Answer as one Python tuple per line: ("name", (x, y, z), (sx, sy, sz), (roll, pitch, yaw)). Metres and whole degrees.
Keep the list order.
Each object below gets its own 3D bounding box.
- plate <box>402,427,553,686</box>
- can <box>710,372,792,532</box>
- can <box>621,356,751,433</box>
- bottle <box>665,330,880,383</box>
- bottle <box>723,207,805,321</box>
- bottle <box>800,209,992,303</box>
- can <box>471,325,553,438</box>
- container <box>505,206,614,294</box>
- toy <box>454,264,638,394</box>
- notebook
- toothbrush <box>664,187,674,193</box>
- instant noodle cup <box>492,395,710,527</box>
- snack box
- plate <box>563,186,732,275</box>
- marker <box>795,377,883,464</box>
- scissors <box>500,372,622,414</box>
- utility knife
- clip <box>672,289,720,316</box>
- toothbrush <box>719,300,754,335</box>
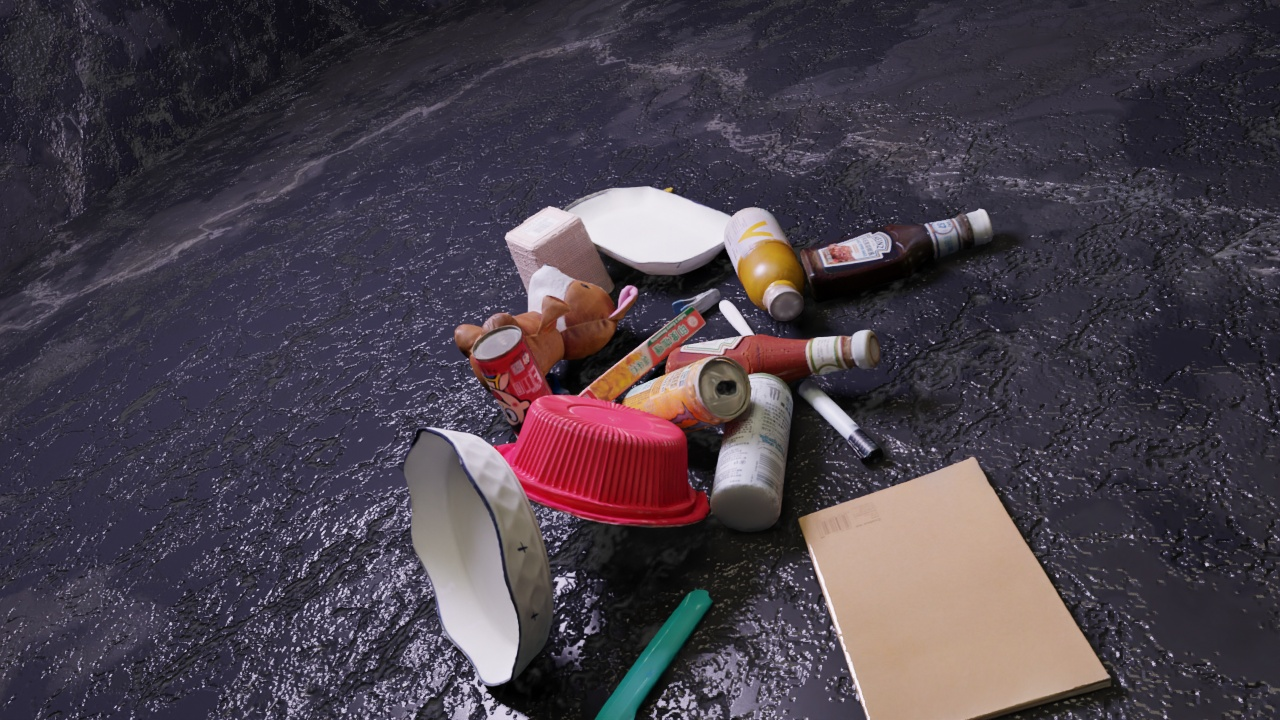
("plate", (-0.128, 0.149, 0.723), (0.045, 0.205, 0.205), (-14, 26, -31))
("can", (0.099, 0.077, 0.798), (0.058, 0.058, 0.146), (-8, 36, 21))
("can", (0.038, 0.038, 0.836), (0.058, 0.058, 0.146), (-44, 9, -29))
("bottle", (0.122, 0.003, 0.867), (0.207, 0.060, 0.059), (-9, 35, 34))
("bottle", (0.140, -0.107, 1.023), (0.068, 0.068, 0.189), (-19, 34, 5))
("bottle", (0.273, -0.117, 0.981), (0.195, 0.044, 0.079), (-16, 35, 10))
("can", (-0.118, 0.033, 0.922), (0.053, 0.133, 0.053), (-15, 34, 11))
("container", (-0.104, -0.124, 1.156), (0.090, 0.111, 0.090), (-36, 35, -20))
("toy", (-0.104, -0.040, 1.026), (0.199, 0.130, 0.140), (-20, 8, -32))
("notebook", (0.208, 0.163, 0.656), (0.149, 0.012, 0.211), (-20, 33, 7))
("toothbrush", (-0.028, -0.191, 1.289), (0.190, 0.017, 0.016), (-33, 35, -15))
("instant noodle cup", (-0.031, 0.077, 0.774), (0.194, 0.066, 0.193), (14, 7, -2))
("snack box", (-0.006, 0.006, 0.943), (0.155, 0.027, 0.077), (-39, -1, -31))
("plate", (0.006, -0.167, 1.191), (0.161, 0.034, 0.266), (-28, 37, -28))
("marker", (0.175, 0.052, 0.825), (0.022, 0.018, 0.130), (-27, 34, -8))
("scissors", (-0.074, 0.037, 1.003), (0.174, 0.012, 0.124), (-12, 34, 13))
("utility knife", (0.009, 0.228, 0.683), (0.029, 0.013, 0.150), (12, 45, 38))
("clip", (0.067, -0.064, 1.048), (0.058, 0.027, 0.045), (-29, 26, -16))
("toothbrush", (0.117, -0.025, 0.970), (0.016, 0.016, 0.180), (-23, 33, -4))
